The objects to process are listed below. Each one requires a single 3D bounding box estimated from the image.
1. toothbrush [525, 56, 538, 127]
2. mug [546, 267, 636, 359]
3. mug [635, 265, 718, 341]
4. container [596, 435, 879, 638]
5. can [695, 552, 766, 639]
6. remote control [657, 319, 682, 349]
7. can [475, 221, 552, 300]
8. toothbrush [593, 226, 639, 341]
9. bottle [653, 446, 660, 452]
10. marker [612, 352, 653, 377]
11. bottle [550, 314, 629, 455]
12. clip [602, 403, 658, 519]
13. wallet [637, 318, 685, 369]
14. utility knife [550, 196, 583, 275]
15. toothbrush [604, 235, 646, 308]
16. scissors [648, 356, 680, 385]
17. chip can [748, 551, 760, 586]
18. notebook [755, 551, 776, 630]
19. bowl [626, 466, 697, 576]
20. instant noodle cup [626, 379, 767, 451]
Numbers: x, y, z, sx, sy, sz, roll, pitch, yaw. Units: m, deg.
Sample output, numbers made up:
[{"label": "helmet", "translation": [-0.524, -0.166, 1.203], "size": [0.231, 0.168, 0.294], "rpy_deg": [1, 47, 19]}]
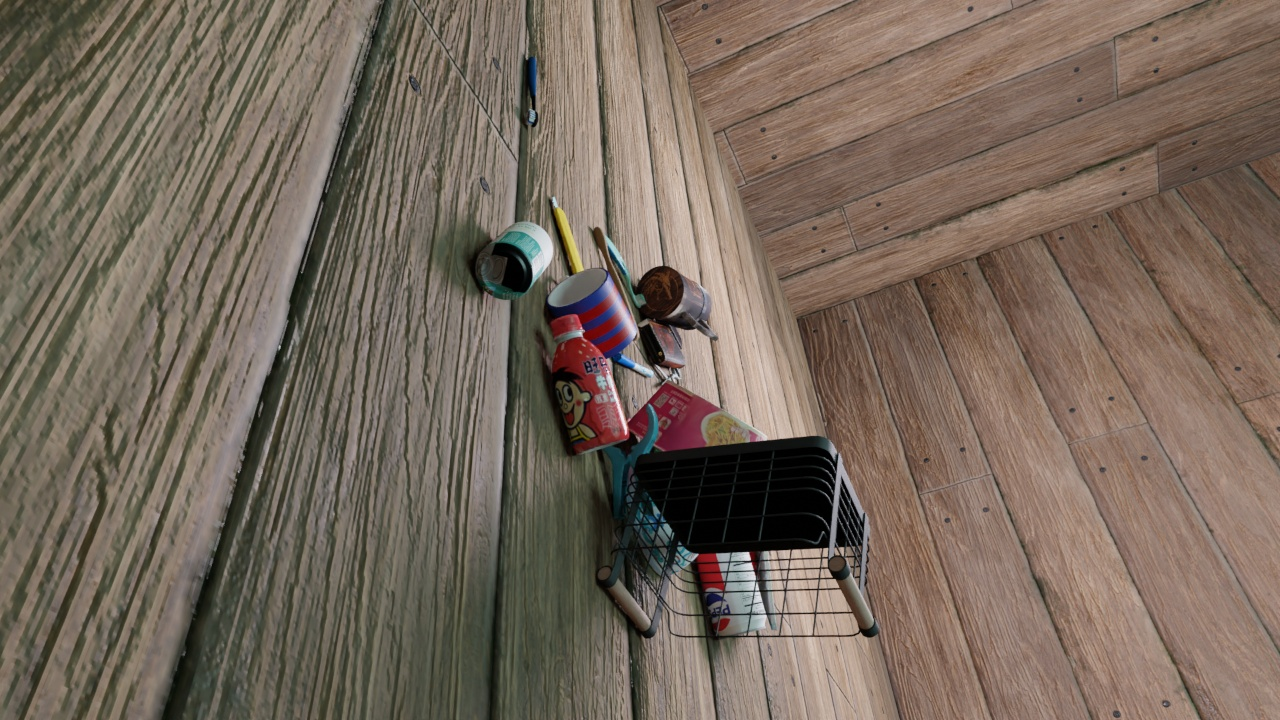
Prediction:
[{"label": "toothbrush", "translation": [-0.140, -0.350, 1.187], "size": [0.014, 0.014, 0.167], "rpy_deg": [20, 39, -26]}, {"label": "mug", "translation": [-0.060, -0.056, 1.020], "size": [0.076, 0.075, 0.112], "rpy_deg": [62, -10, -29]}, {"label": "mug", "translation": [0.063, -0.079, 1.391], "size": [0.115, 0.080, 0.107], "rpy_deg": [53, 16, 26]}, {"label": "container", "translation": [0.099, 0.182, 0.887], "size": [0.163, 0.242, 0.130], "rpy_deg": [59, 34, -37]}, {"label": "can", "translation": [0.115, 0.289, 1.191], "size": [0.070, 0.070, 0.132], "rpy_deg": [32, 41, -67]}, {"label": "remote control", "translation": [0.034, -0.073, 1.463], "size": [0.032, 0.015, 0.136], "rpy_deg": [-89, 155, -52]}, {"label": "can", "translation": [-0.118, -0.097, 0.871], "size": [0.101, 0.055, 0.055], "rpy_deg": [-71, 140, -67]}, {"label": "toothbrush", "translation": [-0.033, -0.106, 1.264], "size": [0.016, 0.016, 0.167], "rpy_deg": [-1, 72, -74]}, {"label": "bottle", "translation": [0.042, 0.101, 1.227], "size": [0.110, 0.043, 0.043], "rpy_deg": [-71, 139, -68]}, {"label": "marker", "translation": [-0.007, 0.007, 1.222], "size": [0.141, 0.013, 0.013], "rpy_deg": [28, 44, -69]}, {"label": "bottle", "translation": [-0.058, 0.022, 0.926], "size": [0.062, 0.062, 0.137], "rpy_deg": [6, 65, -74]}, {"label": "clip", "translation": [0.005, 0.099, 0.984], "size": [0.130, 0.121, 0.031], "rpy_deg": [62, 4, 18]}, {"label": "wallet", "translation": [0.033, -0.024, 1.378], "size": [0.072, 0.019, 0.123], "rpy_deg": [63, 13, 10]}, {"label": "utility knife", "translation": [-0.081, -0.127, 1.118], "size": [0.030, 0.017, 0.164], "rpy_deg": [27, 46, -76]}, {"label": "toothbrush", "translation": [-0.024, -0.130, 1.323], "size": [0.022, 0.017, 0.135], "rpy_deg": [-88, 155, -53]}, {"label": "scissors", "translation": [0.046, 0.025, 1.387], "size": [0.141, 0.014, 0.161], "rpy_deg": [56, 15, -28]}, {"label": "chip can", "translation": [0.139, 0.241, 1.376], "size": [0.052, 0.052, 0.214], "rpy_deg": [56, 21, -43]}, {"label": "notebook", "translation": [0.175, 0.276, 1.363], "size": [0.253, 0.009, 0.181], "rpy_deg": [7, 77, -88]}, {"label": "bowl", "translation": [0.045, 0.173, 1.075], "size": [0.143, 0.074, 0.144], "rpy_deg": [-19, 90, -75]}, {"label": "instant noodle cup", "translation": [0.072, 0.087, 1.083], "size": [0.178, 0.077, 0.178], "rpy_deg": [30, -2, 1]}]
